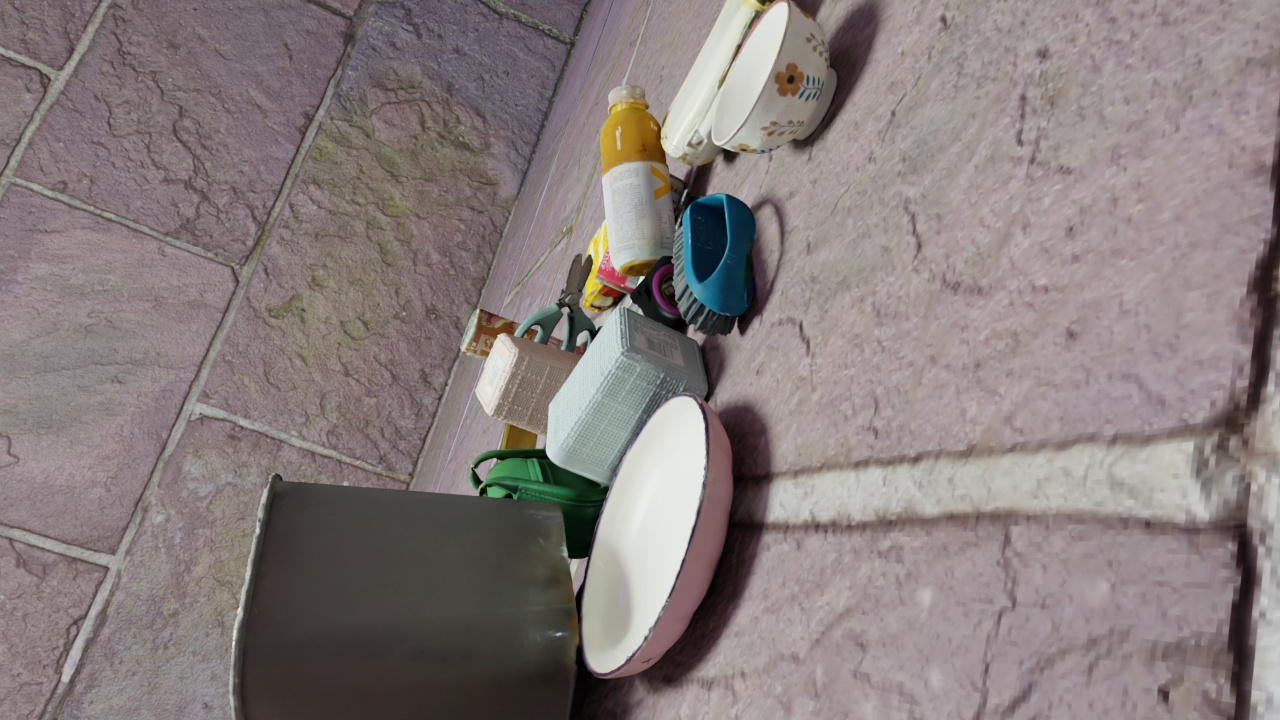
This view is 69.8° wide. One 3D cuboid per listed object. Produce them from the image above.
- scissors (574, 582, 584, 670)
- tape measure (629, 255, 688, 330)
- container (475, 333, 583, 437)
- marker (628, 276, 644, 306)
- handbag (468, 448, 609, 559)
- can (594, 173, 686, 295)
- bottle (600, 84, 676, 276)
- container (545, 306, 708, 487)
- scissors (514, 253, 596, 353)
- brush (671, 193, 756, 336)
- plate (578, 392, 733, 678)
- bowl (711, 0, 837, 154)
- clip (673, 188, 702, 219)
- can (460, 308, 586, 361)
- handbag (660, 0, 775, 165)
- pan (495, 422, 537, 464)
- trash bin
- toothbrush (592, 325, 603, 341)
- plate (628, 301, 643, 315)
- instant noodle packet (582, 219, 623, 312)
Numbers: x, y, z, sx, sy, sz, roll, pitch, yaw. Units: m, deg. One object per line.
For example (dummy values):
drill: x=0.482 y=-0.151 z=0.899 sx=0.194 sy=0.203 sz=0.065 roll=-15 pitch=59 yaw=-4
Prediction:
scissors: x=-0.065 y=0.231 z=0.782 sx=0.173 sy=0.012 sz=0.132 roll=160 pitch=128 yaw=-72
tape measure: x=0.026 y=-0.054 z=0.762 sx=0.057 sy=0.058 sz=0.039 roll=-55 pitch=6 yaw=-26
container: x=-0.110 y=0.029 z=0.996 sx=0.090 sy=0.111 sz=0.090 roll=-66 pitch=25 yaw=8
marker: x=-0.006 y=-0.052 z=0.952 sx=0.145 sy=0.017 sz=0.017 roll=-68 pitch=15 yaw=0
handbag: x=-0.092 y=0.120 z=0.821 sx=0.131 sy=0.120 sz=0.068 roll=-138 pitch=65 yaw=-72
can: x=0.000 y=-0.137 z=0.977 sx=0.133 sy=0.053 sz=0.053 roll=-67 pitch=15 yaw=6
bottle: x=-0.004 y=-0.180 z=0.914 sx=0.068 sy=0.068 sz=0.189 roll=149 pitch=118 yaw=-66
container: x=-0.009 y=0.029 z=0.718 sx=0.112 sy=0.090 sz=0.089 roll=-58 pitch=18 yaw=24
scissors: x=-0.099 y=-0.045 z=1.035 sx=0.019 sy=0.143 sz=0.180 roll=42 pitch=129 yaw=45
brush: x=0.059 y=-0.083 z=0.692 sx=0.143 sy=0.055 sz=0.074 roll=-87 pitch=22 yaw=-51
plate: x=0.014 y=0.117 z=0.608 sx=0.192 sy=0.039 sz=0.192 roll=-160 pitch=91 yaw=-75
bowl: x=0.106 y=-0.202 z=0.682 sx=0.113 sy=0.062 sz=0.113 roll=-160 pitch=91 yaw=-76
clip: x=0.047 y=-0.156 z=0.915 sx=0.057 sy=0.032 sz=0.025 roll=171 pitch=122 yaw=-81
can: x=-0.140 y=-0.012 z=1.112 sx=0.058 sy=0.147 sz=0.058 roll=-160 pitch=91 yaw=-75
handbag: x=0.079 y=-0.250 z=0.822 sx=0.164 sy=0.063 sz=0.178 roll=-60 pitch=10 yaw=27
pan: x=-0.170 y=0.099 z=1.121 sx=0.198 sy=0.078 sz=0.356 roll=114 pitch=167 yaw=-54
trash bin: x=-0.167 y=0.201 z=0.680 sx=0.198 sy=0.219 sz=0.199 roll=-107 pitch=21 yaw=-52
toothbrush: x=-0.075 y=0.044 z=1.066 sx=0.181 sy=0.015 sz=0.018 roll=-67 pitch=24 yaw=2
plate: x=-0.005 y=0.005 z=0.862 sx=0.180 sy=0.024 sz=0.179 roll=-58 pitch=17 yaw=29
instant noodle packet: x=-0.029 y=-0.129 z=1.088 sx=0.111 sy=0.044 sz=0.128 roll=-46 pitch=29 yaw=40
